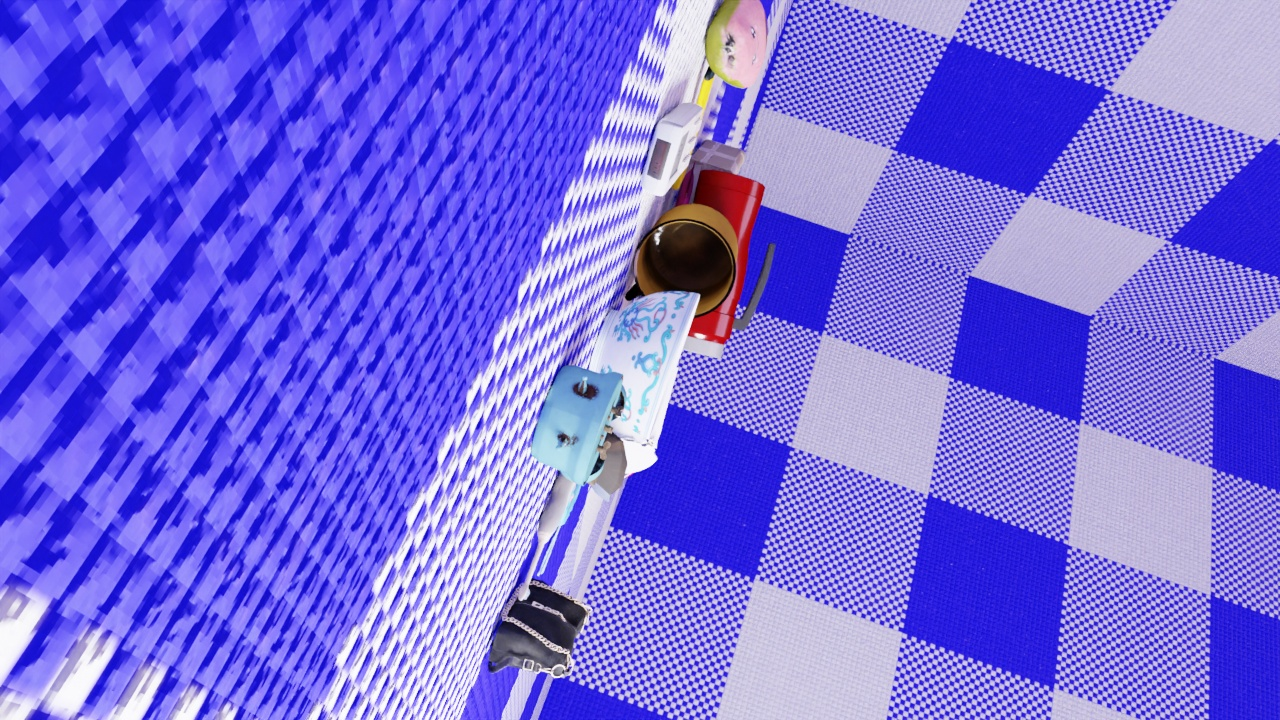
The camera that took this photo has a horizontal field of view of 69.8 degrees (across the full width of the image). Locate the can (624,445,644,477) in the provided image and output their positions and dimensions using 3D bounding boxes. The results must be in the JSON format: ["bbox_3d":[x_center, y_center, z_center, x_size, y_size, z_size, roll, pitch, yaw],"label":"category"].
[{"bbox_3d":[-0.024,0.095,1.124,0.132,0.070,0.070,-57,166,-76],"label":"can"}]

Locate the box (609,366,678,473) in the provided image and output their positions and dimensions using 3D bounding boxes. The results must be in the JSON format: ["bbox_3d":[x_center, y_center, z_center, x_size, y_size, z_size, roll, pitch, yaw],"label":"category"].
[{"bbox_3d":[-0.010,0.056,0.964,0.080,0.089,0.143,22,83,-50],"label":"box"}]

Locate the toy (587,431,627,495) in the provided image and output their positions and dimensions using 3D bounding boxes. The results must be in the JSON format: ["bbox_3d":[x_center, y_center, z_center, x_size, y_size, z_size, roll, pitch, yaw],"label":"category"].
[{"bbox_3d":[-0.047,0.091,0.869,0.063,0.076,0.100,-33,161,9],"label":"toy"}]

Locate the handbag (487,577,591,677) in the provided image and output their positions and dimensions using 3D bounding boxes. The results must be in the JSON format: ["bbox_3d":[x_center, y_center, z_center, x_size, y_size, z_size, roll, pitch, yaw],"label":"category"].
[{"bbox_3d":[-0.092,0.255,0.867,0.128,0.079,0.054,-59,169,-71],"label":"handbag"}]

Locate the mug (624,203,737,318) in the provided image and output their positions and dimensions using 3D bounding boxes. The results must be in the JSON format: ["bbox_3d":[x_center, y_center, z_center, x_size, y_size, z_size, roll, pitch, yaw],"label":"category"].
[{"bbox_3d":[0.040,-0.100,0.942,0.124,0.100,0.094,-29,-166,18],"label":"mug"}]

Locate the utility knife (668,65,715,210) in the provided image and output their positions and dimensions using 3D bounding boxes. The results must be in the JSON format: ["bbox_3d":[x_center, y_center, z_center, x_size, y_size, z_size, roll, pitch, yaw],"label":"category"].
[{"bbox_3d":[0.047,-0.212,0.975,0.030,0.019,0.224,-60,169,-45],"label":"utility knife"}]

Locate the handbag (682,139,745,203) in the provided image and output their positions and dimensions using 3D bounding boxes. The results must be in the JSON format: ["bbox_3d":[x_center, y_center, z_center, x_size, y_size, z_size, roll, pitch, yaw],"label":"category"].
[{"bbox_3d":[0.071,-0.172,1.183,0.175,0.062,0.198,-62,170,-67],"label":"handbag"}]

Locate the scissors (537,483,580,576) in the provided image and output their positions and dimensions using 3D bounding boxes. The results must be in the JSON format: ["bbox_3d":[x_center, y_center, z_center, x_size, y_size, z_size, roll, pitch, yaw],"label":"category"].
[{"bbox_3d":[-0.094,0.190,1.094,0.141,0.015,0.111,-65,177,11],"label":"scissors"}]

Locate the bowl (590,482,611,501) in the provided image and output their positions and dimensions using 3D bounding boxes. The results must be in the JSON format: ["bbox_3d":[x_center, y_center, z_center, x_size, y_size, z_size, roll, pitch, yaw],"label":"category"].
[{"bbox_3d":[-0.046,0.148,1.327,0.106,0.039,0.106,23,86,-87],"label":"bowl"}]

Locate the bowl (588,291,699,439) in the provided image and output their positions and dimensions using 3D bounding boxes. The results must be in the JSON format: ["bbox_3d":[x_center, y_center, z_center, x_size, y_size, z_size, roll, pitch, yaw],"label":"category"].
[{"bbox_3d":[-0.003,-0.006,0.862,0.144,0.074,0.144,23,86,-87],"label":"bowl"}]

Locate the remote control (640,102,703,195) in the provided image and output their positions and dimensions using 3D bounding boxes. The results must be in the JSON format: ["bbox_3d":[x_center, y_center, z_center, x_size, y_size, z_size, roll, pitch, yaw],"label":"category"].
[{"bbox_3d":[0.028,-0.183,0.781,0.138,0.025,0.060,-63,172,-65],"label":"remote control"}]

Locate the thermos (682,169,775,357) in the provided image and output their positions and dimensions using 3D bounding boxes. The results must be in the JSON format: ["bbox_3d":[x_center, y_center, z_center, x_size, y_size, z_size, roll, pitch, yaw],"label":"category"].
[{"bbox_3d":[0.091,-0.104,1.036,0.084,0.108,0.198,-63,167,-87],"label":"thermos"}]

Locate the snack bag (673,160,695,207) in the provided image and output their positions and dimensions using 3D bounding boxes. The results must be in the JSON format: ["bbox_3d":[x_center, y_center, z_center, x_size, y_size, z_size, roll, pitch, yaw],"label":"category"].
[{"bbox_3d":[0.034,-0.138,1.085,0.197,0.016,0.070,110,-3,-47],"label":"snack bag"}]

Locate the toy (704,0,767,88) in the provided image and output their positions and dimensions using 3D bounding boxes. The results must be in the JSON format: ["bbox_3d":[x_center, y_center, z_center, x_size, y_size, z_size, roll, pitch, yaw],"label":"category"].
[{"bbox_3d":[0.090,-0.298,0.867,0.109,0.051,0.090,-55,151,-53],"label":"toy"}]

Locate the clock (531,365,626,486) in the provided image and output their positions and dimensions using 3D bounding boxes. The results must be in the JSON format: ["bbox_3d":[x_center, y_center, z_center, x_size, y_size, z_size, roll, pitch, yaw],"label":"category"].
[{"bbox_3d":[-0.044,0.048,0.702,0.124,0.053,0.090,88,22,-80],"label":"clock"}]

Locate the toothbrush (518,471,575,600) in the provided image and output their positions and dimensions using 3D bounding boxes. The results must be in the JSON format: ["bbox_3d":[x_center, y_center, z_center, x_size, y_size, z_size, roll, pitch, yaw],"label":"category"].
[{"bbox_3d":[-0.083,0.145,0.890,0.024,0.022,0.185,70,34,-55],"label":"toothbrush"}]
